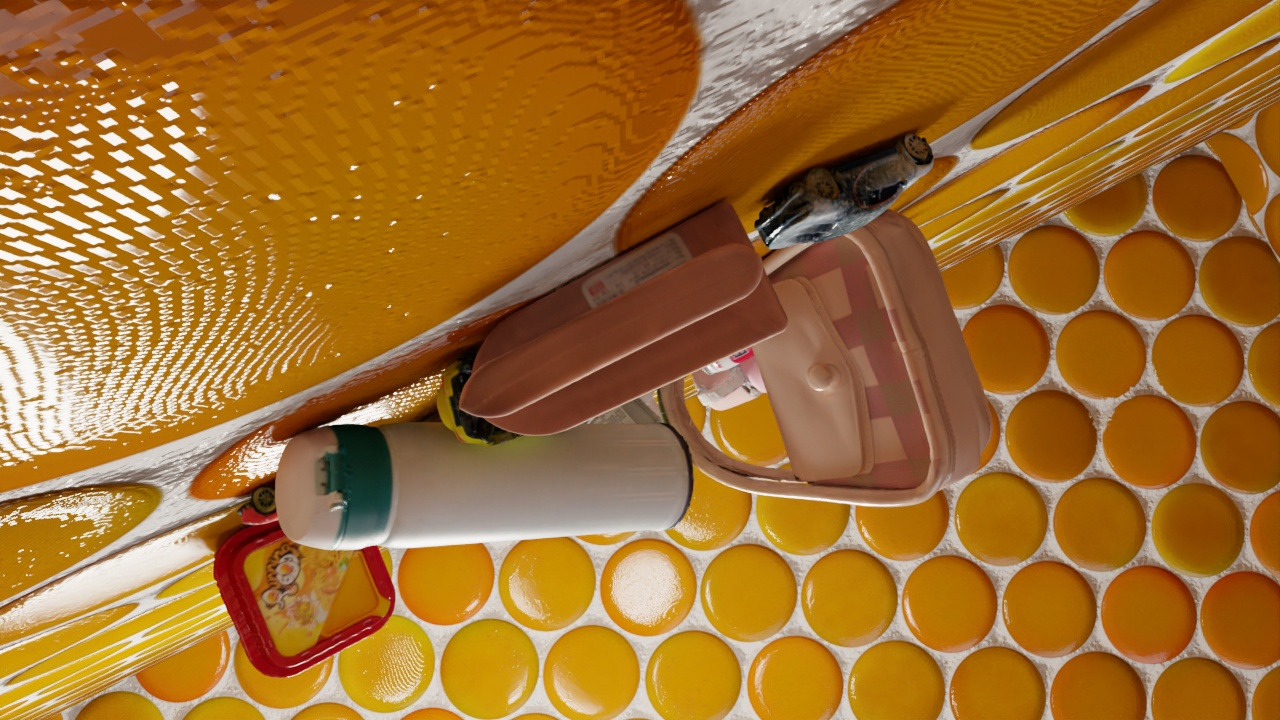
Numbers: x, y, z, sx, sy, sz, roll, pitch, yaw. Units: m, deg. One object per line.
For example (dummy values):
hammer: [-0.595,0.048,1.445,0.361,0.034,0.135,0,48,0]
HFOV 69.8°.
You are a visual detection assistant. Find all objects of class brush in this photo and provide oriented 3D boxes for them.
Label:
brush: [-0.012,-0.012,0.411,0.146,0.063,0.073,-25,179,6]

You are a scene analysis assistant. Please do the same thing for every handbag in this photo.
handbag: [0.112,0.013,0.661,0.235,0.193,0.093,-18,179,38]

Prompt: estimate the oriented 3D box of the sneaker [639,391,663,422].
sneaker: [-0.082,0.103,0.917,0.242,0.091,0.089,-25,-172,15]

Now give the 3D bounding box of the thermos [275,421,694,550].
thermos: [-0.079,0.067,0.503,0.223,0.073,0.073,3,157,-36]

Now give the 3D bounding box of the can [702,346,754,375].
can: [0.102,-0.039,0.733,0.133,0.053,0.053,-28,174,17]

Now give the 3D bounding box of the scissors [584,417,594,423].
scissors: [-0.002,0.000,0.598,0.176,0.012,0.161,-52,175,40]

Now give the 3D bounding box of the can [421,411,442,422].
can: [-0.116,0.058,0.591,0.117,0.058,0.058,-30,174,32]

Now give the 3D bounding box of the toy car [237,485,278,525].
toy car: [-0.192,0.076,0.558,0.106,0.031,0.049,-25,174,4]

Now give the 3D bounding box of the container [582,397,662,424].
container: [-0.048,0.067,0.774,0.090,0.090,0.115,-49,-177,-30]

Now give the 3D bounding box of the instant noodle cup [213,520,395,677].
instant noodle cup: [-0.275,0.174,0.729,0.116,0.116,0.124,-24,-174,-35]

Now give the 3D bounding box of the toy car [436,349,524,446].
toy car: [-0.067,0.016,0.482,0.032,0.048,0.105,-14,-179,30]

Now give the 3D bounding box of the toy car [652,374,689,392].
toy car: [0.013,0.015,0.927,0.042,0.035,0.091,-21,173,-38]

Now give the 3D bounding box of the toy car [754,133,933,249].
toy car: [0.105,-0.082,0.461,0.105,0.031,0.049,-25,175,-27]

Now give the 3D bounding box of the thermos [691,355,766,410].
thermos: [0.136,-0.015,0.818,0.199,0.067,0.087,-28,-173,26]
